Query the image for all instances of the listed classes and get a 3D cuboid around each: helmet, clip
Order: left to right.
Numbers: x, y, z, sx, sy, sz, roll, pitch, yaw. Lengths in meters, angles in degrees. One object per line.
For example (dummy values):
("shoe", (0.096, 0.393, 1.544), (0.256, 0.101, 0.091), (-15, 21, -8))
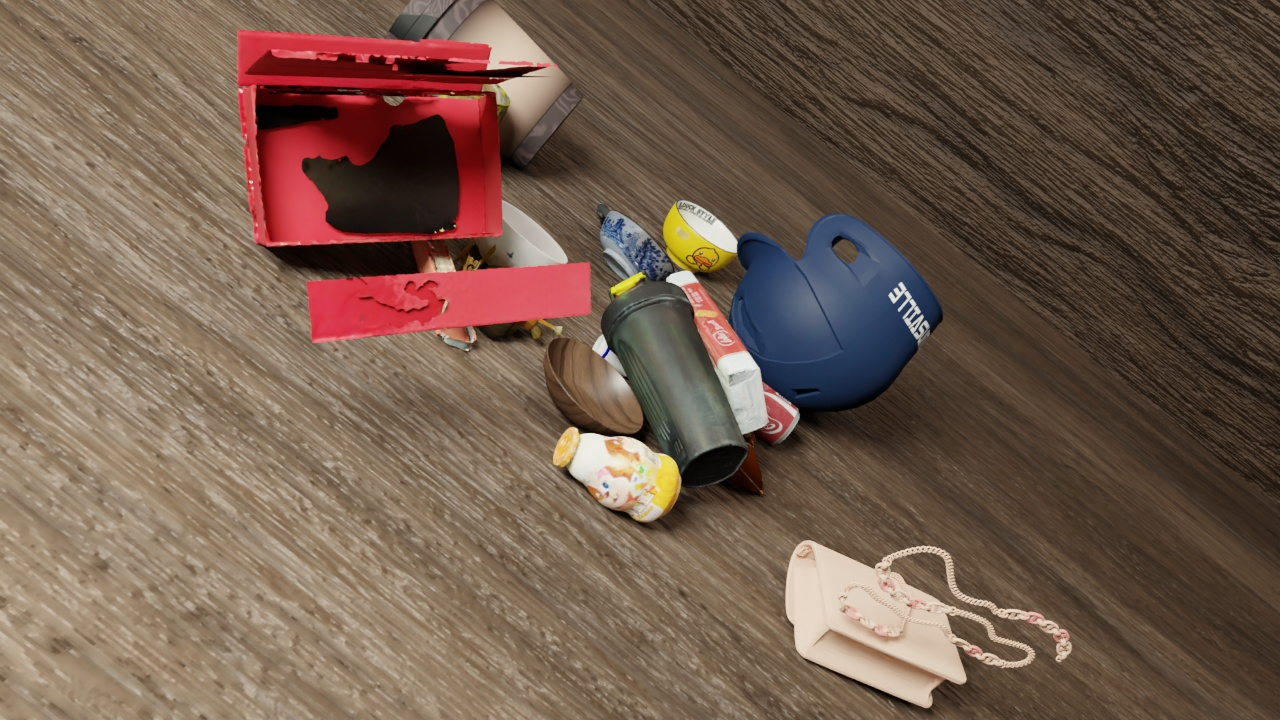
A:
("clip", (-0.174, -0.100, 0.927), (0.048, 0.054, 0.045), (-31, 92, -38))
("helmet", (0.209, -0.054, 1.148), (0.272, 0.223, 0.232), (48, 2, 38))

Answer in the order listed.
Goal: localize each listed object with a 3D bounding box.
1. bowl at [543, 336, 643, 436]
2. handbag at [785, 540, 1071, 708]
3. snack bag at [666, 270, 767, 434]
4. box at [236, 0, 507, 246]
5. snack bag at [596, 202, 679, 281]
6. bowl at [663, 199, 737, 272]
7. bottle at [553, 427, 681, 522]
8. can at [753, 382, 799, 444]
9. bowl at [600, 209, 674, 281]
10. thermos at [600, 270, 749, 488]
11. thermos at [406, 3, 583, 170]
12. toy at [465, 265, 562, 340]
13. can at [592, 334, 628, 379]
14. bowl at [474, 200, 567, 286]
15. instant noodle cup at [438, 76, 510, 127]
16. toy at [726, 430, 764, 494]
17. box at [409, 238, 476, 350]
("bowl", (-0.052, 0.033, 0.870), (0.119, 0.032, 0.119), (38, 22, -19))
("handbag", (0.250, 0.205, 0.815), (0.198, 0.188, 0.116), (27, 35, -14))
("snack bag", (0.077, -0.015, 0.973), (0.041, 0.077, 0.225), (-18, 34, -7))
("box", (-0.201, -0.278, 0.722), (0.211, 0.411, 0.107), (-6, 36, -29))
("snack bag", (0.002, -0.148, 1.219), (0.155, 0.018, 0.074), (42, -4, 9))
("bowl", (0.080, -0.170, 1.333), (0.117, 0.068, 0.117), (30, 28, -18))
("bottle", (-0.020, 0.094, 0.786), (0.109, 0.063, 0.063), (28, 28, -19))
("can", (0.132, 0.051, 1.063), (0.096, 0.054, 0.053), (37, 26, -4))
("bowl", (-0.013, -0.131, 1.150), (0.114, 0.045, 0.114), (43, -10, 9))
("thermos", (0.030, 0.012, 0.888), (0.098, 0.098, 0.220), (13, 42, -41))
("thermos", (-0.201, -0.372, 1.197), (0.226, 0.173, 0.172), (40, 25, -12))
("toy", (-0.122, -0.050, 0.899), (0.100, 0.063, 0.076), (30, 64, -33))
("can", (-0.006, 0.006, 0.981), (0.095, 0.032, 0.032), (30, 27, -17))
("bowl", (-0.134, -0.120, 0.982), (0.105, 0.054, 0.104), (39, 13, -11))
("instant noodle cup", (-0.212, -0.282, 1.089), (0.102, 0.108, 0.102), (31, 29, -19))
("toy", (0.094, 0.096, 0.966), (0.103, 0.070, 0.090), (49, 3, -34))
("box", (-0.192, -0.092, 0.877), (0.078, 0.054, 0.187), (58, 5, -50))
